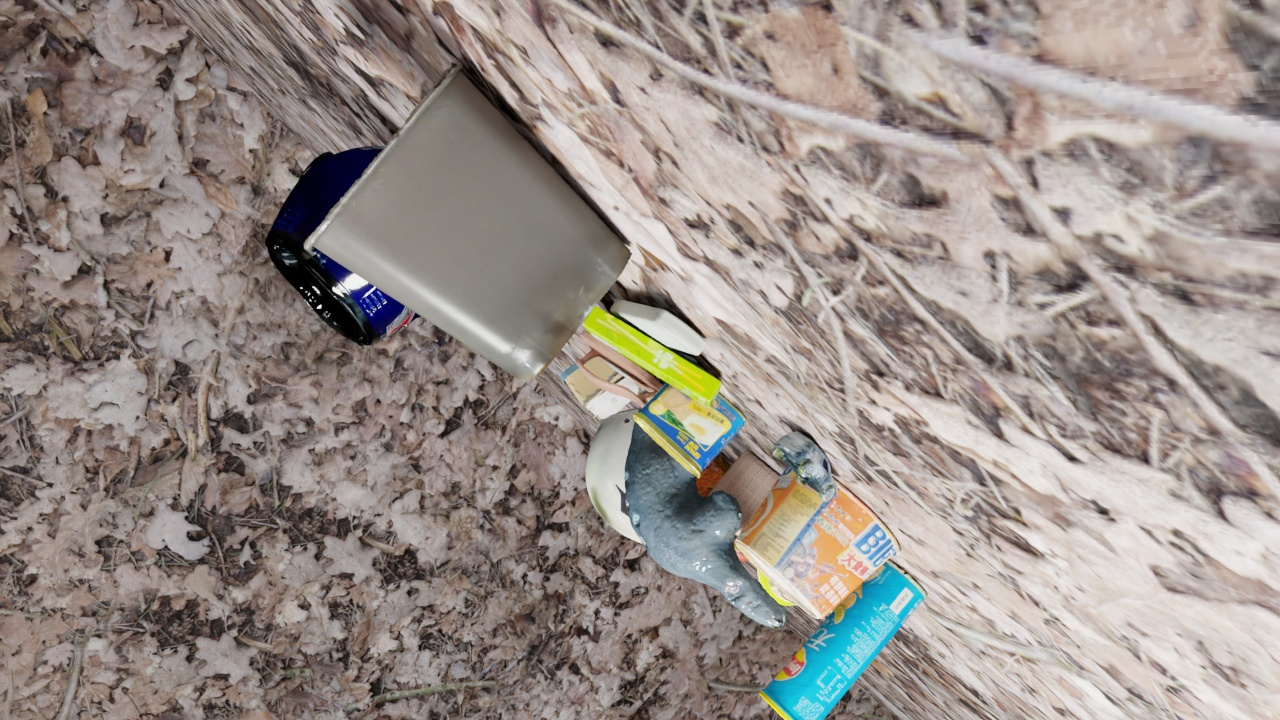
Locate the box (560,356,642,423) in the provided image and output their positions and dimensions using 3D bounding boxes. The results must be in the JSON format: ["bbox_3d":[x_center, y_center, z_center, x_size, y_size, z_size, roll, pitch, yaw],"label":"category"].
[{"bbox_3d":[-0.053,0.033,1.296,0.061,0.089,0.184,53,175,15],"label":"box"}]

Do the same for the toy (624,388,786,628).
[{"bbox_3d":[0.052,0.179,1.111,0.091,0.138,0.356,24,-148,-56],"label":"toy"}]

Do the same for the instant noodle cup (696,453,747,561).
[{"bbox_3d":[0.093,0.201,1.288,0.189,0.079,0.164,43,-150,13],"label":"instant noodle cup"}]

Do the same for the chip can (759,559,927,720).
[{"bbox_3d":[0.229,0.322,1.036,0.071,0.210,0.071,42,171,8],"label":"chip can"}]

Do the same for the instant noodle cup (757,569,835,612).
[{"bbox_3d":[0.233,0.280,1.201,0.111,0.111,0.124,46,163,-17],"label":"instant noodle cup"}]

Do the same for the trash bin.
[{"bbox_3d":[-0.147,-0.112,0.817,0.219,0.198,0.199,39,175,-19],"label":"trash bin"}]

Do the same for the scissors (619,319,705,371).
[{"bbox_3d":[0.028,-0.012,1.024,0.137,0.017,0.073,32,166,36],"label":"scissors"}]

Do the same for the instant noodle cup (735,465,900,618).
[{"bbox_3d":[0.181,0.194,0.976,0.151,0.111,0.151,43,172,8],"label":"instant noodle cup"}]

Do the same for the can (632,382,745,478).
[{"bbox_3d":[0.056,0.068,1.037,0.102,0.083,0.057,42,171,12],"label":"can"}]

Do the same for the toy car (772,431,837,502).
[{"bbox_3d":[0.163,0.102,0.886,0.043,0.034,0.090,30,166,49],"label":"toy car"}]

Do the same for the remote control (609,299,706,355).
[{"bbox_3d":[0.015,-0.036,0.923,0.058,0.021,0.150,37,175,-21],"label":"remote control"}]

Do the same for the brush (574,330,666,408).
[{"bbox_3d":[-0.019,0.011,1.146,0.146,0.073,0.063,34,166,41],"label":"brush"}]

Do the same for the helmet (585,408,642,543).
[{"bbox_3d":[0.023,0.213,1.458,0.274,0.156,0.231,35,154,3],"label":"helmet"}]

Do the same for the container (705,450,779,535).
[{"bbox_3d":[0.156,0.188,1.153,0.111,0.089,0.090,35,168,29],"label":"container"}]

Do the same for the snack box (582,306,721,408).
[{"bbox_3d":[0.014,-0.003,0.977,0.156,0.026,0.086,32,176,8],"label":"snack box"}]

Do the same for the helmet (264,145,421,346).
[{"bbox_3d":[-0.371,-0.169,1.298,0.247,0.240,0.316,45,161,-5],"label":"helmet"}]

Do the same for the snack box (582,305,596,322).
[{"bbox_3d":[-0.061,-0.055,1.071,0.075,0.026,0.153,38,-179,42],"label":"snack box"}]
